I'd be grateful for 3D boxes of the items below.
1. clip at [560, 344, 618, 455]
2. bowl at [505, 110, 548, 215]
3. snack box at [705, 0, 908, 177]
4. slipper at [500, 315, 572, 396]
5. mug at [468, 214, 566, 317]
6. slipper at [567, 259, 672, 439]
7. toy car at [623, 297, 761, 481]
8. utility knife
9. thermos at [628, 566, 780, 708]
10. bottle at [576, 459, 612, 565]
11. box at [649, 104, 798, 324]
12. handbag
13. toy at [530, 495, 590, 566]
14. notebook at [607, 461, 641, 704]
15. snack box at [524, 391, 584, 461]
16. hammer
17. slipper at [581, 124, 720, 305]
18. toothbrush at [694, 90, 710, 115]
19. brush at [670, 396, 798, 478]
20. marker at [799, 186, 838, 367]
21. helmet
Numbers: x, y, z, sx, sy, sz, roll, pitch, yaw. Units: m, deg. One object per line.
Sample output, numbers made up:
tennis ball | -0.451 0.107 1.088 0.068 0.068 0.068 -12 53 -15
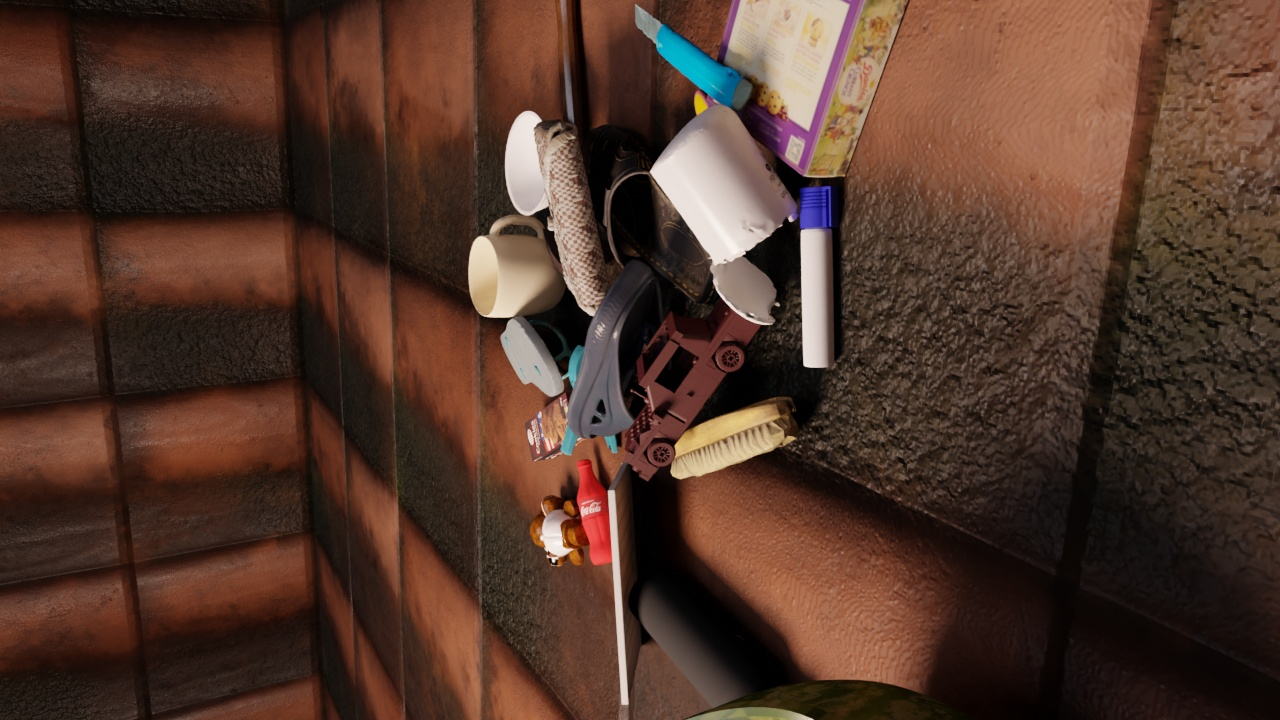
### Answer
clip | -0.066 0.042 0.996 0.028 0.113 0.127 25 104 62
bowl | -0.106 -0.214 1.002 0.110 0.040 0.110 12 104 56
snack box | 0.115 -0.230 0.669 0.143 0.040 0.148 52 138 43
slipper | -0.125 -0.015 1.112 0.098 0.054 0.269 63 165 -10
mug | -0.139 -0.112 1.085 0.096 0.099 0.120 31 120 53
slipper | -0.005 0.005 0.873 0.083 0.110 0.269 29 153 8
toy car | 0.032 0.014 0.771 0.170 0.062 0.070 -56 13 16
utility knife | 0.037 -0.251 0.750 0.205 0.015 0.031 54 139 42
thermos | 0.070 0.272 0.827 0.231 0.061 0.061 35 125 53
bottle | -0.051 0.171 1.048 0.036 0.036 0.119 -40 60 56
box | 0.077 -0.107 0.706 0.093 0.083 0.166 -34 97 28
handbag | -0.070 -0.142 0.902 0.124 0.047 0.186 -124 21 -69
toy | -0.093 0.207 1.112 0.113 0.067 0.087 -9 87 52
notebook | -0.015 0.221 0.944 0.142 0.009 0.210 -47 -46 -83
snack box | -0.098 0.081 1.118 0.141 0.031 0.051 -35 65 57
hammer | -0.075 -0.252 1.015 0.115 0.033 0.323 4 98 59
slipper | -0.004 -0.141 0.863 0.267 0.075 0.113 53 138 43
toothbrush | 0.071 -0.184 0.783 0.135 0.016 0.021 66 151 29
brush | 0.073 0.069 0.786 0.196 0.059 0.043 -33 76 60
marker | 0.134 -0.062 0.688 0.027 0.023 0.133 3 99 39
helmet | 0.134 0.308 0.544 0.244 0.247 0.212 -28 43 17
